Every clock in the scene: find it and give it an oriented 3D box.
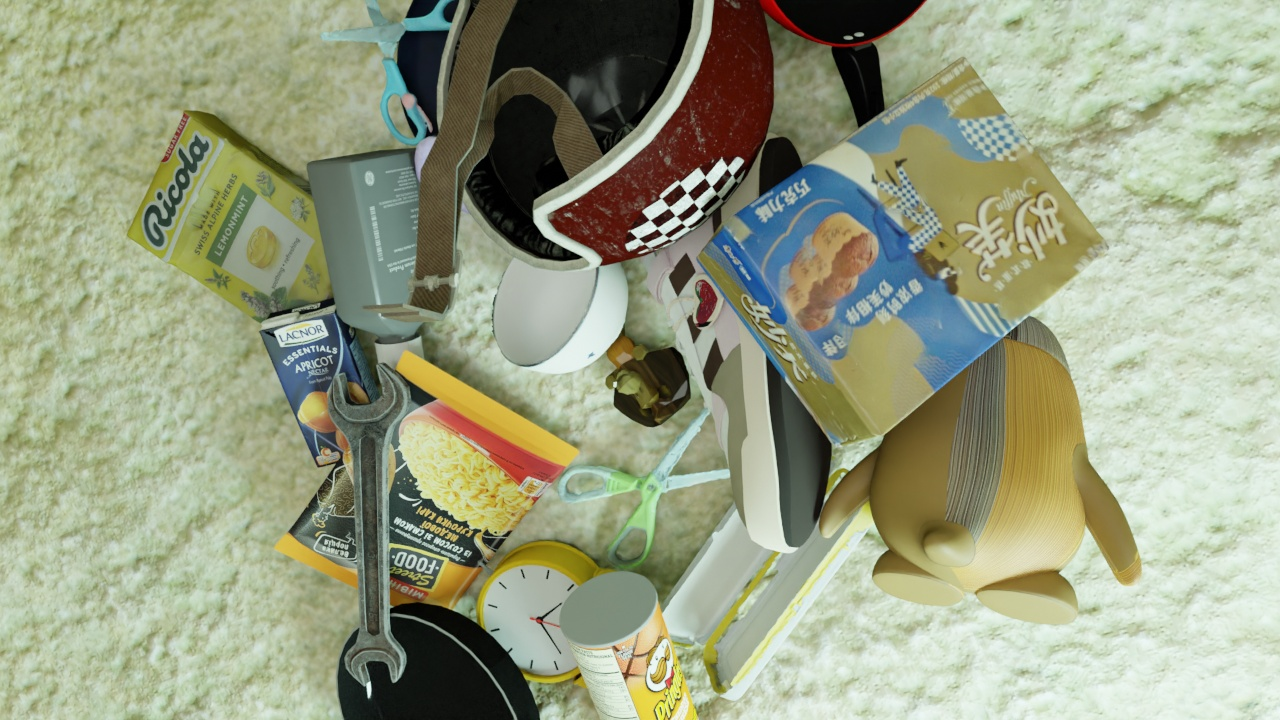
[{"bbox_3d":[-0.067,0.216,0.770,0.152,0.052,0.114,13,103,10],"label":"clock"}]

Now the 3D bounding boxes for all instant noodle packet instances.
[{"bbox_3d":[-0.178,0.116,0.759,0.160,0.032,0.221,32,109,-18],"label":"instant noodle packet"}]

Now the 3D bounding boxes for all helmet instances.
[{"bbox_3d":[-0.037,-0.161,0.548,0.234,0.253,0.233,-27,79,13],"label":"helmet"}]

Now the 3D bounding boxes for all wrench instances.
[{"bbox_3d":[-0.213,0.135,0.729,0.070,0.010,0.273,5,102,14],"label":"wrench"}]

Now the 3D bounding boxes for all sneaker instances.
[{"bbox_3d":[0.059,-0.010,0.658,0.117,0.111,0.293,-6,87,29],"label":"sneaker"}]

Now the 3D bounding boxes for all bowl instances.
[{"bbox_3d":[-0.053,-0.041,0.696,0.114,0.063,0.113,-20,60,37],"label":"bowl"}]

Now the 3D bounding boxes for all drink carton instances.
[{"bbox_3d":[-0.251,0.017,0.741,0.064,0.040,0.130,-14,116,-3],"label":"drink carton"}]

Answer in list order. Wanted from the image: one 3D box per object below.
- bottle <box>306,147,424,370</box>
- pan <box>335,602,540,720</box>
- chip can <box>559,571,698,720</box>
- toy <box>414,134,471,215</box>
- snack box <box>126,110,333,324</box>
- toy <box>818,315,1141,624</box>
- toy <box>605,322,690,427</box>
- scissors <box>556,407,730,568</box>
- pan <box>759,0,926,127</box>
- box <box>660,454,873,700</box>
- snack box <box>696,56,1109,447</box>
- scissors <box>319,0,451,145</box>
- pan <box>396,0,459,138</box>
[{"bbox_3d":[-0.198,-0.071,0.711,0.046,0.083,0.174,3,109,25],"label":"bottle"},{"bbox_3d":[-0.104,0.307,0.744,0.356,0.044,0.204,5,107,28],"label":"pan"},{"bbox_3d":[0.004,0.272,0.724,0.075,0.075,0.215,-11,118,11],"label":"chip can"},{"bbox_3d":[-0.125,-0.161,0.687,0.080,0.036,0.100,25,106,2],"label":"toy"},{"bbox_3d":[-0.315,-0.102,0.749,0.181,0.045,0.121,35,105,1],"label":"snack box"},{"bbox_3d":[0.237,0.063,0.633,0.199,0.162,0.203,3,61,30],"label":"toy"},{"bbox_3d":[-0.004,0.004,0.714,0.100,0.062,0.076,52,127,11],"label":"toy"},{"bbox_3d":[0.013,0.107,0.740,0.171,0.028,0.139,-15,99,28],"label":"scissors"},{"bbox_3d":[0.142,-0.244,0.607,0.208,0.067,0.357,-24,128,-26],"label":"pan"},{"bbox_3d":[0.098,0.168,0.714,0.079,0.080,0.210,22,109,-35],"label":"box"},{"bbox_3d":[0.163,-0.067,0.577,0.202,0.069,0.155,-36,88,-15],"label":"snack box"},{"bbox_3d":[-0.173,-0.237,0.692,0.136,0.015,0.135,-20,103,11],"label":"scissors"},{"bbox_3d":[-0.106,-0.295,0.685,0.199,0.021,0.356,-11,100,12],"label":"pan"}]
